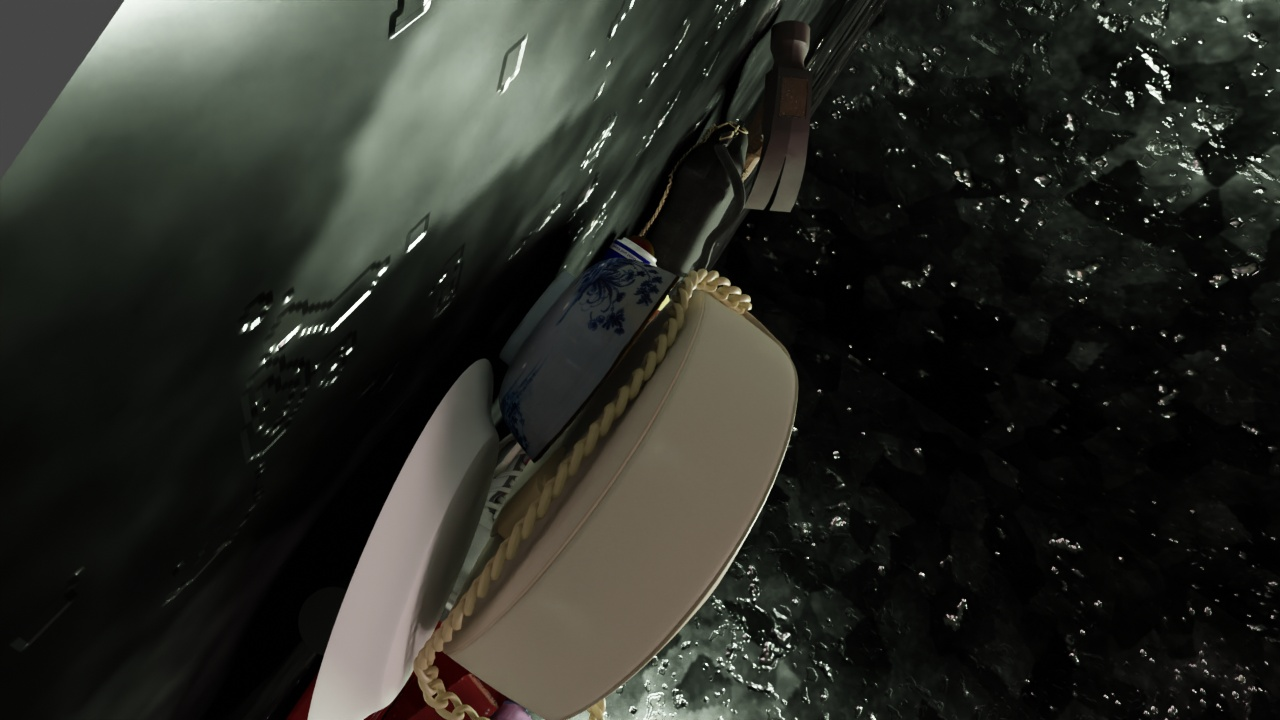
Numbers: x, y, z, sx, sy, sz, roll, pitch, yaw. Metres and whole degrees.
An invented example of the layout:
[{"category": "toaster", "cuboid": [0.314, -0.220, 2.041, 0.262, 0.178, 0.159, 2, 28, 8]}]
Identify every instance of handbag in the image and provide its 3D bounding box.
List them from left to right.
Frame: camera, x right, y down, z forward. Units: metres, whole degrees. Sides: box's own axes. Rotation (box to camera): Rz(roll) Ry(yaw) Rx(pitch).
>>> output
[{"category": "handbag", "cuboid": [-0.007, 0.074, 0.464, 0.211, 0.103, 0.208, -47, -170, 39]}, {"category": "handbag", "cuboid": [0.042, -0.109, 0.638, 0.078, 0.054, 0.129, -59, 179, -36]}]

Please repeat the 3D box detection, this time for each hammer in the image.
[{"category": "hammer", "cuboid": [0.085, -0.162, 0.740, 0.323, 0.033, 0.115, 180, -86, -86]}]

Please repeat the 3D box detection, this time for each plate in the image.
[{"category": "plate", "cuboid": [-0.097, 0.091, 0.418, 0.188, 0.016, 0.188, 32, 78, -89]}]

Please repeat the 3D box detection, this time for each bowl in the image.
[{"category": "bowl", "cuboid": [-0.034, -0.010, 0.439, 0.114, 0.045, 0.114, -52, -176, 5]}]

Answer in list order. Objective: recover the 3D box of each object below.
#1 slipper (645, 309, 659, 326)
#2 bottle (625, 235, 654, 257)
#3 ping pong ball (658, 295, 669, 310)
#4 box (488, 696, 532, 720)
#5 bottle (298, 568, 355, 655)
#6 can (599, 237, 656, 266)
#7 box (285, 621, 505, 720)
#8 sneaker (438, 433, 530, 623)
[{"category": "slipper", "cuboid": [-0.004, 0.004, 0.727, 0.248, 0.103, 0.059, -77, -173, -75]}, {"category": "bottle", "cuboid": [-0.008, -0.060, 0.640, 0.025, 0.025, 0.106, -55, 178, -11]}, {"category": "ping pong ball", "cuboid": [0.009, -0.058, 0.915, 0.040, 0.040, 0.040, -55, 178, -3]}, {"category": "box", "cuboid": [-0.105, 0.252, 0.648, 0.150, 0.035, 0.215, -31, 177, -32]}, {"category": "bottle", "cuboid": [-0.132, 0.115, 0.449, 0.030, 0.030, 0.113, -55, 178, -2]}, {"category": "can", "cuboid": [-0.027, -0.029, 0.562, 0.095, 0.032, 0.032, -55, 178, 1]}, {"category": "box", "cuboid": [-0.163, 0.210, 0.634, 0.134, 0.110, 0.157, -44, -178, 0]}, {"category": "sneaker", "cuboid": [-0.082, 0.097, 0.629, 0.129, 0.097, 0.262, -63, 178, 10]}]
